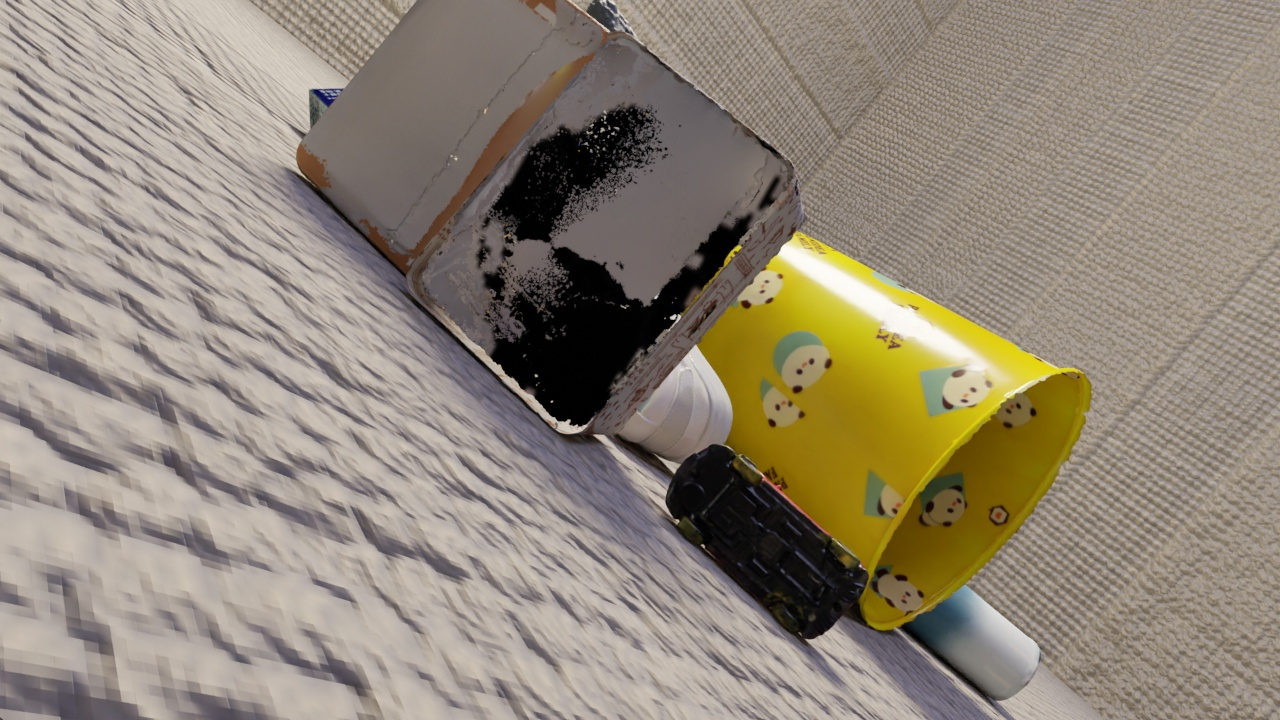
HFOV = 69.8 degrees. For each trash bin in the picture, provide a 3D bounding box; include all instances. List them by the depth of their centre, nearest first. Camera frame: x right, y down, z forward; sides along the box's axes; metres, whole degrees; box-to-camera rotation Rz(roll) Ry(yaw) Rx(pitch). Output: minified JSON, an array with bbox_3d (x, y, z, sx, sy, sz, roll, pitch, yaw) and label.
[{"bbox_3d":[0.166,0.035,0.719,0.255,0.229,0.229,43,5,37],"label":"trash bin"}]

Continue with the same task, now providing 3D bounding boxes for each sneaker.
[{"bbox_3d":[-0.021,-0.039,0.627,0.090,0.090,0.242,17,41,-42],"label":"sneaker"}]

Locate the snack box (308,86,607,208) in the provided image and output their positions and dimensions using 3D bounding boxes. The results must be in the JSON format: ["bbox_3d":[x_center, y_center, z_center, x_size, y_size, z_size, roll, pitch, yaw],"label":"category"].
[{"bbox_3d":[-0.147,-0.170,0.744,0.177,0.046,0.182,-14,42,-37],"label":"snack box"}]

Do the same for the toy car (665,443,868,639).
[{"bbox_3d":[0.061,0.086,0.454,0.106,0.049,0.031,40,3,11],"label":"toy car"}]

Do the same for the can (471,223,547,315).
[{"bbox_3d":[-0.091,-0.071,0.622,0.075,0.075,0.111,39,4,-20],"label":"can"}]

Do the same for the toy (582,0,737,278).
[{"bbox_3d":[0.019,-0.114,0.771,0.138,0.091,0.357,22,-48,33],"label":"toy"}]

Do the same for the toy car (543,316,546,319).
[{"bbox_3d":[-0.033,-0.006,0.716,0.158,0.042,0.070,35,5,-29],"label":"toy car"}]

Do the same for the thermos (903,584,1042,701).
[{"bbox_3d":[0.244,0.202,0.802,0.220,0.070,0.070,40,4,0],"label":"thermos"}]

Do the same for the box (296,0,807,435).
[{"bbox_3d":[-0.063,-0.103,0.502,0.260,0.177,0.082,43,4,15],"label":"box"}]

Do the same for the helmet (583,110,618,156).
[{"bbox_3d":[-0.053,-0.126,0.939,0.231,0.156,0.274,1,-50,46],"label":"helmet"}]
